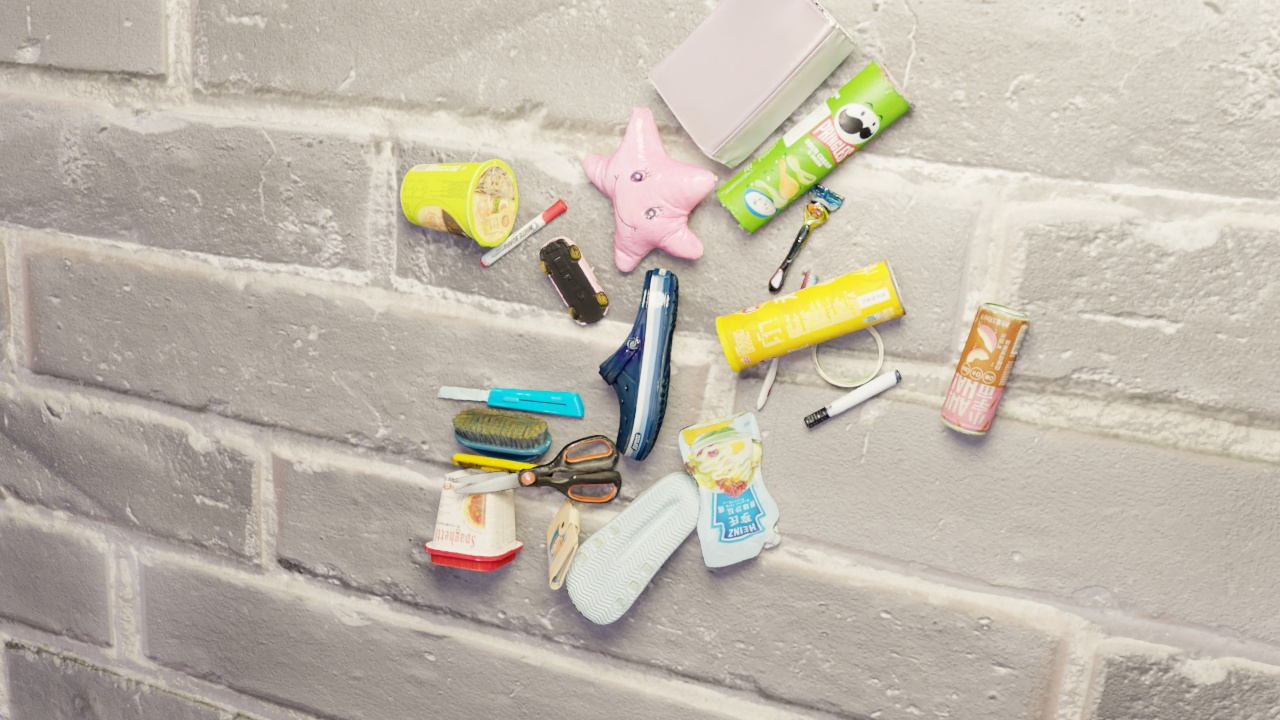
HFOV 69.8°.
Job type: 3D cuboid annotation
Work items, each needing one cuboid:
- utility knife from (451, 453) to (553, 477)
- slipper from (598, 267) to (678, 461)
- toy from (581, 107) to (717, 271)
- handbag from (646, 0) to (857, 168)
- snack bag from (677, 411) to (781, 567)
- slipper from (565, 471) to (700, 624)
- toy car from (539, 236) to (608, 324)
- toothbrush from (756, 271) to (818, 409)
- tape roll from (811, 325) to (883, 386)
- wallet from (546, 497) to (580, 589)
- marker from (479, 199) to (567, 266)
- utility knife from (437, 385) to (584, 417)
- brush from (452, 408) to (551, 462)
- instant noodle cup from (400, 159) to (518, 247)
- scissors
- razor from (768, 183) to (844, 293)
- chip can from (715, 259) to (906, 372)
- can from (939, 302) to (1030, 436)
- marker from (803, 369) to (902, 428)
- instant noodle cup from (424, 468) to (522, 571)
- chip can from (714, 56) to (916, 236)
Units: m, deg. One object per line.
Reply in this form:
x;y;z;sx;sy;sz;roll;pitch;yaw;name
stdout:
-0.197;0.150;1.281;0.156;0.015;0.033;6;148;17;utility knife
-0.007;0.007;1.162;0.095;0.105;0.253;11;104;8;slipper
0.016;-0.210;1.118;0.179;0.074;0.194;-10;102;34;toy
0.123;-0.338;1.043;0.197;0.098;0.145;-42;72;23;handbag
0.117;0.168;1.187;0.110;0.039;0.191;-15;97;-14;snack bag
-0.005;0.246;1.241;0.104;0.074;0.245;44;96;5;slipper
-0.086;-0.105;1.201;0.056;0.037;0.122;-23;107;24;toy car
0.181;-0.022;1.144;0.017;0.016;0.188;19;108;3;toothbrush
0.254;-0.011;1.123;0.086;0.013;0.086;4;104;17;tape roll
-0.104;0.243;1.251;0.024;0.115;0.087;19;110;-15;wallet
-0.157;-0.168;1.219;0.145;0.017;0.017;-32;92;22;marker
-0.184;0.053;1.280;0.225;0.018;0.034;4;105;19;utility knife
-0.191;0.109;1.278;0.144;0.055;0.074;6;128;17;brush
-0.241;-0.209;1.194;0.123;0.111;0.112;11;106;24;instant noodle cup
-0.136;0.171;1.241;0.234;0.021;0.152;-28;105;-2;scissors
0.191;-0.143;1.108;0.043;0.022;0.143;32;111;11;razor
0.199;-0.052;1.086;0.214;0.072;0.072;-20;96;14;chip can
0.396;0.010;1.058;0.058;0.057;0.147;18;107;13;can
0.261;0.047;1.132;0.131;0.022;0.018;-31;103;20;marker
-0.230;0.220;1.291;0.116;0.116;0.124;5;92;17;instant noodle cup
0.197;-0.243;1.057;0.236;0.072;0.072;-37;90;23;chip can
